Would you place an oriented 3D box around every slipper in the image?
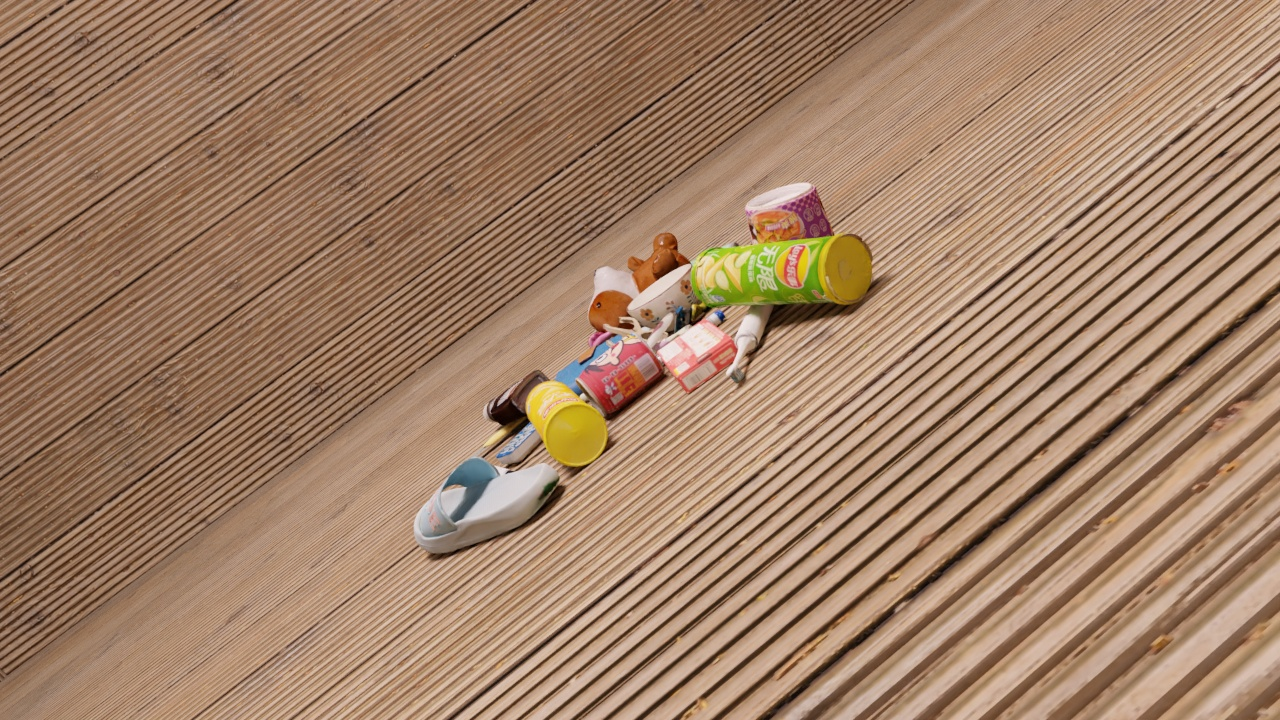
[{"bbox_3d":[-0.189,0.156,1.045,0.246,0.074,0.103,-22,20,43],"label":"slipper"}]

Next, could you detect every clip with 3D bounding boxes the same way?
[{"bbox_3d":[0.001,-0.038,1.280,0.105,0.035,0.080,5,26,34],"label":"clip"}]

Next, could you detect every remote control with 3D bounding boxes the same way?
[{"bbox_3d":[-0.142,0.096,1.245,0.049,0.024,0.124,-19,22,52],"label":"remote control"}]

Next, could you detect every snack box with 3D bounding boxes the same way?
[{"bbox_3d":[0.066,-0.008,1.075,0.075,0.025,0.153,-35,13,0],"label":"snack box"}]

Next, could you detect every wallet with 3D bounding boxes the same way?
[{"bbox_3d":[-0.071,0.014,1.332,0.133,0.040,0.106,-31,18,17],"label":"wallet"}]

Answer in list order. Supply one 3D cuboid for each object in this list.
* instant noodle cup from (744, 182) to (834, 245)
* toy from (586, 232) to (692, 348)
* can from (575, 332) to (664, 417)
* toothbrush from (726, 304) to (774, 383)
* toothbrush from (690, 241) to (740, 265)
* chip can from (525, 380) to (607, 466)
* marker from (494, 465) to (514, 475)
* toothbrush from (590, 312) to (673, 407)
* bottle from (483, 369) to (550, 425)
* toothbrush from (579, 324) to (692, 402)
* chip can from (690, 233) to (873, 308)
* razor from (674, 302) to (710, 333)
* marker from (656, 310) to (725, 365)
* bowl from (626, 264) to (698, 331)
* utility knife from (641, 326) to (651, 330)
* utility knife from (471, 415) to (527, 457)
[{"bbox_3d":[0.176,-0.149,1.075,0.111,0.099,0.111,-17,19,6],"label":"instant noodle cup"},{"bbox_3d":[-0.013,-0.110,1.455,0.200,0.130,0.140,-41,16,21],"label":"toy"},{"bbox_3d":[-0.026,0.018,1.127,0.093,0.066,0.066,-38,13,-9],"label":"can"},{"bbox_3d":[0.122,-0.032,1.013,0.027,0.026,0.220,-41,8,31],"label":"toothbrush"},{"bbox_3d":[0.085,-0.152,1.532,0.225,0.026,0.027,-20,43,50],"label":"toothbrush"},{"bbox_3d":[-0.094,0.072,1.106,0.072,0.072,0.213,-38,12,-7],"label":"chip can"},{"bbox_3d":[-0.177,0.147,1.173,0.022,0.018,0.131,-51,17,-18],"label":"marker"},{"bbox_3d":[-0.011,0.003,1.192,0.016,0.017,0.187,-7,40,56],"label":"toothbrush"},{"bbox_3d":[-0.193,0.064,1.384,0.079,0.044,0.195,-49,11,-26],"label":"bottle"},{"bbox_3d":[-0.007,0.007,1.229,0.190,0.020,0.029,-32,-17,20],"label":"toothbrush"},{"bbox_3d":[0.144,-0.094,0.994,0.072,0.072,0.222,-43,24,-27],"label":"chip can"},{"bbox_3d":[0.095,-0.084,1.287,0.142,0.022,0.043,-42,-30,-38],"label":"razor"},{"bbox_3d":[0.048,-0.017,1.174,0.145,0.017,0.017,-37,13,-3],"label":"marker"},{"bbox_3d":[0.042,-0.081,1.314,0.113,0.062,0.113,-33,13,8],"label":"bowl"},{"bbox_3d":[-0.037,-0.018,1.388,0.207,0.018,0.034,-33,17,16],"label":"utility knife"},{"bbox_3d":[-0.195,0.098,1.388,0.194,0.020,0.031,-34,6,-20],"label":"utility knife"}]
